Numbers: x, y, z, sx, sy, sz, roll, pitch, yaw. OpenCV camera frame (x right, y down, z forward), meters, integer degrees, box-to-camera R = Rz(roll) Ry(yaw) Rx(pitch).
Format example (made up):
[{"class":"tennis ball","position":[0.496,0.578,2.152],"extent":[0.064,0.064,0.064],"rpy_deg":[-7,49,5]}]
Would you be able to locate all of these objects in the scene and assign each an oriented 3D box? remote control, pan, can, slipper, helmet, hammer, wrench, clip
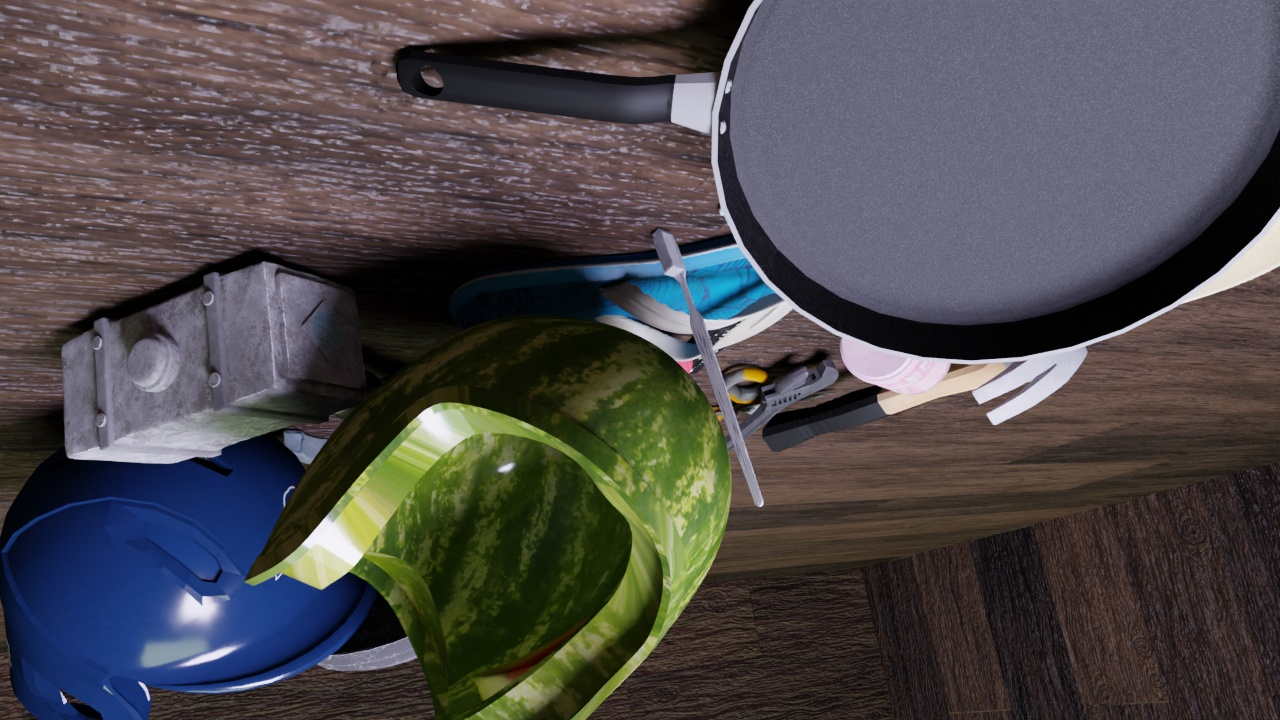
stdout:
[{"class":"remote control","position":[0.057,-0.015,0.746],"extent":[0.030,0.009,0.140],"rpy_deg":[-2,160,-20]},{"class":"pan","position":[0.078,-0.100,0.372],"extent":[0.356,0.034,0.226],"rpy_deg":[8,133,4]},{"class":"can","position":[0.206,-0.010,0.738],"extent":[0.067,0.067,0.076],"rpy_deg":[-21,158,33]},{"class":"slipper","position":[0.024,-0.033,0.607],"extent":[0.295,0.060,0.118],"rpy_deg":[-7,164,-6]},{"class":"helmet","position":[-0.068,0.086,0.536],"extent":[0.247,0.213,0.243],"rpy_deg":[-39,-170,0]},{"class":"hammer","position":[-0.210,0.024,0.655],"extent":[0.177,0.079,0.326],"rpy_deg":[-16,165,21]},{"class":"hammer","position":[0.237,0.031,0.832],"extent":[0.329,0.039,0.130],"rpy_deg":[-25,-164,50]},{"class":"wrench","position":[0.110,0.065,0.916],"extent":[0.073,0.018,0.274],"rpy_deg":[-10,157,-28]},{"class":"clip","position":[-0.251,0.076,0.848],"extent":[0.165,0.032,0.165],"rpy_deg":[6,156,-34]},{"class":"helmet","position":[-0.340,0.149,0.710],"extent":[0.272,0.232,0.223],"rpy_deg":[18,112,-8]},{"class":"pan","position":[-0.165,0.168,0.843],"extent":[0.208,0.040,0.355],"rpy_deg":[-8,-162,28]}]

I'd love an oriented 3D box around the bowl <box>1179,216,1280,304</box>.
[{"class":"bowl","position":[0.310,-0.086,0.549],"extent":[0.150,0.075,0.151],"rpy_deg":[-8,160,-3]}]

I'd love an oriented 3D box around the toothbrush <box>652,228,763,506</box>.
[{"class":"toothbrush","position":[0.036,-0.001,0.514],"extent":[0.010,0.181,0.010],"rpy_deg":[12,140,-42]}]

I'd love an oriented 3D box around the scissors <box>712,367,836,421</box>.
[{"class":"scissors","position":[0.087,0.047,0.932],"extent":[0.230,0.016,0.225],"rpy_deg":[-15,162,15]}]

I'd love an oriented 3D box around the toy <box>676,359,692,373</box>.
[{"class":"toy","position":[-0.004,0.004,0.718],"extent":[0.092,0.045,0.135],"rpy_deg":[-9,166,13]}]

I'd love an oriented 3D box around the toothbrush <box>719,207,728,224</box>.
[{"class":"toothbrush","position":[0.069,-0.109,0.470],"extent":[0.022,0.015,0.155],"rpy_deg":[28,158,0]}]
